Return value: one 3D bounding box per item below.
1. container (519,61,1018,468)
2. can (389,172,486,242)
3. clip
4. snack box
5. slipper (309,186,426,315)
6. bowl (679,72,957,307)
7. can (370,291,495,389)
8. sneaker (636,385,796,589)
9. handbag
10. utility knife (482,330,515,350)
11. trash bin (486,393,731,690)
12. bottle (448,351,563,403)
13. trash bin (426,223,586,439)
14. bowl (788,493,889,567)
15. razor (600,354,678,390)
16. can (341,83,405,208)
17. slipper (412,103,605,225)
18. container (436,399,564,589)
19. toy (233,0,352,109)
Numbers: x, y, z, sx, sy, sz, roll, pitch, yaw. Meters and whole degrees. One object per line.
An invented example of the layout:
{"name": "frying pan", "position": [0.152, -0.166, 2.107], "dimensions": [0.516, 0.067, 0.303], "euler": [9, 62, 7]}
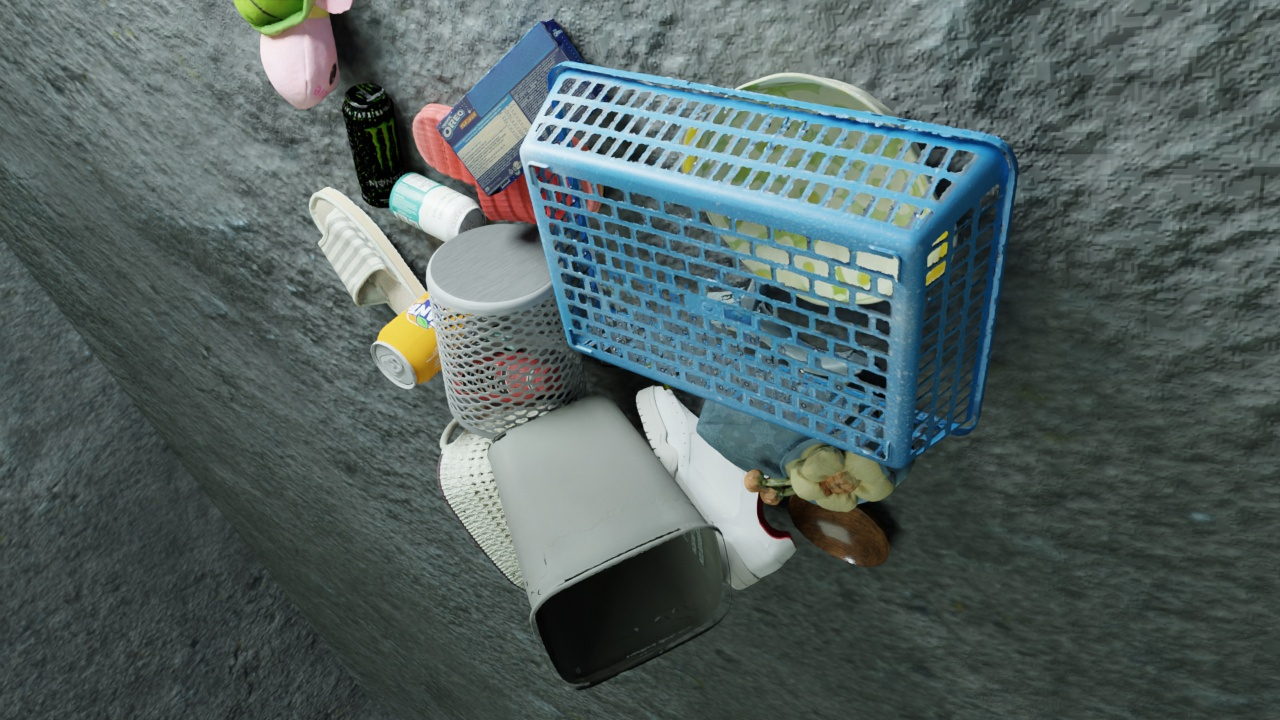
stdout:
{"name": "container", "position": [0.070, -0.063, 0.684], "dimensions": [0.363, 0.089, 0.257], "euler": [20, 140, 30]}
{"name": "can", "position": [-0.222, -0.164, 1.002], "dimensions": [0.102, 0.054, 0.055], "euler": [27, 143, 22]}
{"name": "clip", "position": [0.139, -0.022, 0.820], "dimensions": [0.164, 0.030, 0.173], "euler": [52, 145, -11]}
{"name": "snack box", "position": [-0.106, -0.218, 0.804], "dimensions": [0.151, 0.027, 0.082], "euler": [-31, 97, 33]}
{"name": "slipper", "position": [-0.334, -0.103, 1.171], "dimensions": [0.272, 0.053, 0.115], "euler": [48, 143, 2]}
{"name": "bowl", "position": [0.135, -0.132, 0.676], "dimensions": [0.219, 0.060, 0.189], "euler": [27, 143, 20]}
{"name": "can", "position": [-0.242, -0.036, 1.083], "dimensions": [0.079, 0.142, 0.079], "euler": [27, 143, 22]}
{"name": "sneaker", "position": [0.089, 0.117, 0.983], "dimensions": [0.236, 0.104, 0.090], "euler": [61, -173, 12]}
{"name": "handbag", "position": [0.143, 0.077, 0.837], "dimensions": [0.192, 0.118, 0.122], "euler": [1, 149, 41]}
{"name": "utility knife", "position": [-0.211, -0.042, 1.164], "dimensions": [0.148, 0.015, 0.022], "euler": [20, 147, 34]}
{"name": "trash bin", "position": [-0.045, 0.174, 0.948], "dimensions": [0.198, 0.197, 0.220], "euler": [79, 164, -45]}
{"name": "bottle", "position": [-0.165, 0.021, 1.140], "dimensions": [0.177, 0.062, 0.062], "euler": [2, 129, 44]}
{"name": "trash bin", "position": [-0.142, -0.033, 0.981], "dimensions": [0.156, 0.156, 0.184], "euler": [24, 139, 25]}
{"name": "bowl", "position": [0.210, 0.166, 0.954], "dimensions": [0.114, 0.026, 0.102], "euler": [26, 143, 24]}
{"name": "razor", "position": [-0.006, 0.006, 1.002], "dimensions": [0.106, 0.026, 0.042], "euler": [6, 134, 47]}
{"name": "can", "position": [-0.287, -0.229, 0.997], "dimensions": [0.054, 0.053, 0.138], "euler": [29, 144, 19]}
{"name": "slipper", "position": [-0.141, -0.186, 0.896], "dimensions": [0.249, 0.059, 0.104], "euler": [22, 140, 30]}
{"name": "container", "position": [-0.127, 0.165, 1.162], "dimensions": [0.144, 0.184, 0.251], "euler": [-13, 119, 41]}
{"name": "toy", "position": [-0.357, -0.367, 0.890], "dimensions": [0.190, 0.087, 0.238], "euler": [17, 133, 31]}
